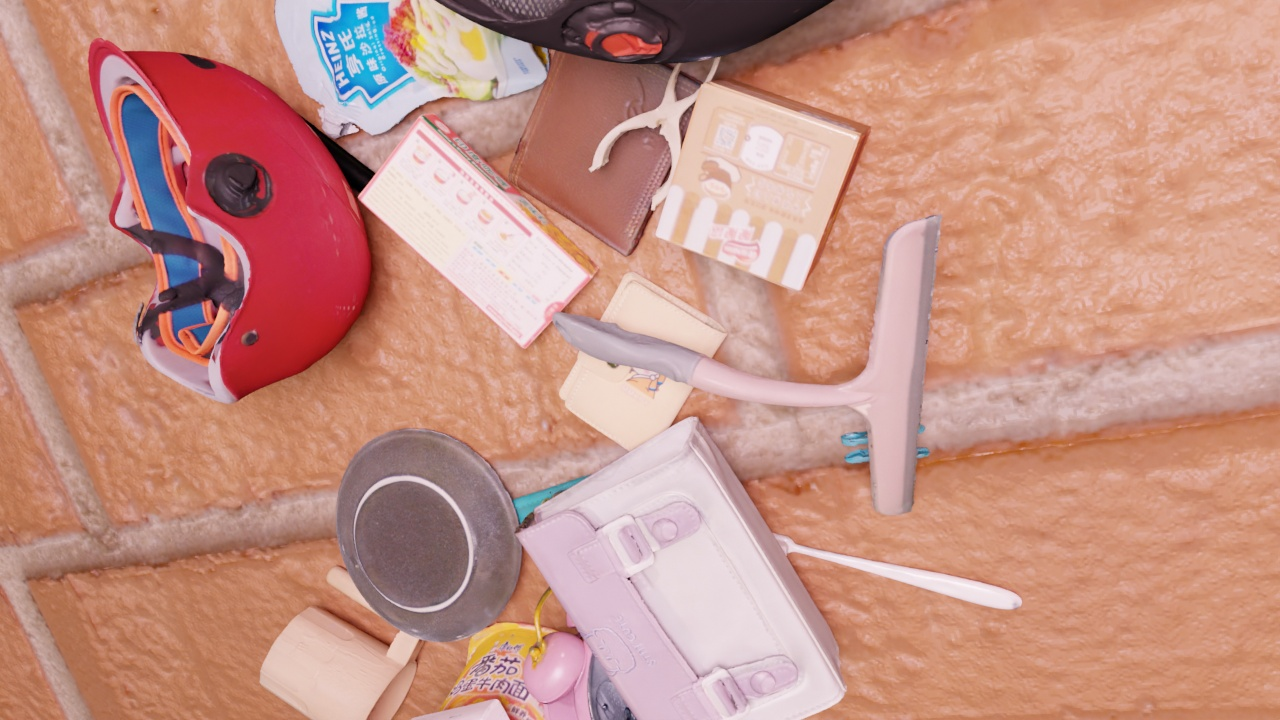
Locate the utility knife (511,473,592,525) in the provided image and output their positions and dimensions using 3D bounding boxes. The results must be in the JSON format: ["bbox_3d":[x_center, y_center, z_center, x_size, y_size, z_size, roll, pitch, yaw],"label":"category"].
[{"bbox_3d":[-0.052,0.103,0.699,0.217,0.013,0.029,-21,103,24],"label":"utility knife"}]

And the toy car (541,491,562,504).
[{"bbox_3d":[-0.034,0.127,0.680,0.091,0.036,0.043,11,124,7],"label":"toy car"}]

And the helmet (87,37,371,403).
[{"bbox_3d":[-0.272,-0.099,0.632,0.207,0.143,0.240,3,107,49],"label":"helmet"}]

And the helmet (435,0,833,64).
[{"bbox_3d":[0.008,-0.257,0.440,0.275,0.230,0.233,-19,70,26],"label":"helmet"}]

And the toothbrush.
[{"bbox_3d":[0.168,0.146,0.634,0.180,0.016,0.016,11,113,16],"label":"toothbrush"}]

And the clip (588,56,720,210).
[{"bbox_3d":[0.021,-0.133,0.558,0.103,0.035,0.092,-33,100,13],"label":"clip"}]

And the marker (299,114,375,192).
[{"bbox_3d":[-0.206,-0.136,0.669,0.132,0.020,0.022,37,140,4],"label":"marker"}]

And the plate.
[{"bbox_3d":[-0.178,0.144,0.736,0.180,0.024,0.179,4,101,21],"label":"plate"}]

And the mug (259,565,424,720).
[{"bbox_3d":[-0.250,0.253,0.790,0.103,0.084,0.124,27,90,11],"label":"mug"}]

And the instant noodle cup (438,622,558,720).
[{"bbox_3d":[-0.103,0.297,0.729,0.138,0.109,0.138,7,110,19],"label":"instant noodle cup"}]

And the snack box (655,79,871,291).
[{"bbox_3d":[0.074,-0.107,0.548,0.093,0.076,0.094,22,113,11],"label":"snack box"}]

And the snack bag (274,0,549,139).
[{"bbox_3d":[-0.158,-0.218,0.617,0.191,0.038,0.110,-8,116,22],"label":"snack bag"}]

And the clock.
[{"bbox_3d":[-0.027,0.234,0.680,0.060,0.117,0.158,-22,101,36],"label":"clock"}]

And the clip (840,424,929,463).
[{"bbox_3d":[0.161,0.055,0.608,0.057,0.014,0.043,-7,105,20],"label":"clip"}]

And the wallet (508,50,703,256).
[{"bbox_3d":[-0.023,-0.144,0.597,0.101,0.032,0.125,30,116,5],"label":"wallet"}]

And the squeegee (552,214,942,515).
[{"bbox_3d":[0.047,0.004,0.571,0.250,0.040,0.248,12,140,24],"label":"squeegee"}]

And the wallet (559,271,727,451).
[{"bbox_3d":[-0.004,0.004,0.643,0.087,0.024,0.115,33,116,8],"label":"wallet"}]

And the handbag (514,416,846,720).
[{"bbox_3d":[0.026,0.158,0.613,0.145,0.098,0.197,-30,97,16],"label":"handbag"}]

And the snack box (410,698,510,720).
[{"bbox_3d":[-0.106,0.323,0.662,0.085,0.026,0.157,-22,99,25],"label":"snack box"}]

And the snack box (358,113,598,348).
[{"bbox_3d":[-0.112,-0.088,0.635,0.156,0.027,0.077,43,112,-6],"label":"snack box"}]
